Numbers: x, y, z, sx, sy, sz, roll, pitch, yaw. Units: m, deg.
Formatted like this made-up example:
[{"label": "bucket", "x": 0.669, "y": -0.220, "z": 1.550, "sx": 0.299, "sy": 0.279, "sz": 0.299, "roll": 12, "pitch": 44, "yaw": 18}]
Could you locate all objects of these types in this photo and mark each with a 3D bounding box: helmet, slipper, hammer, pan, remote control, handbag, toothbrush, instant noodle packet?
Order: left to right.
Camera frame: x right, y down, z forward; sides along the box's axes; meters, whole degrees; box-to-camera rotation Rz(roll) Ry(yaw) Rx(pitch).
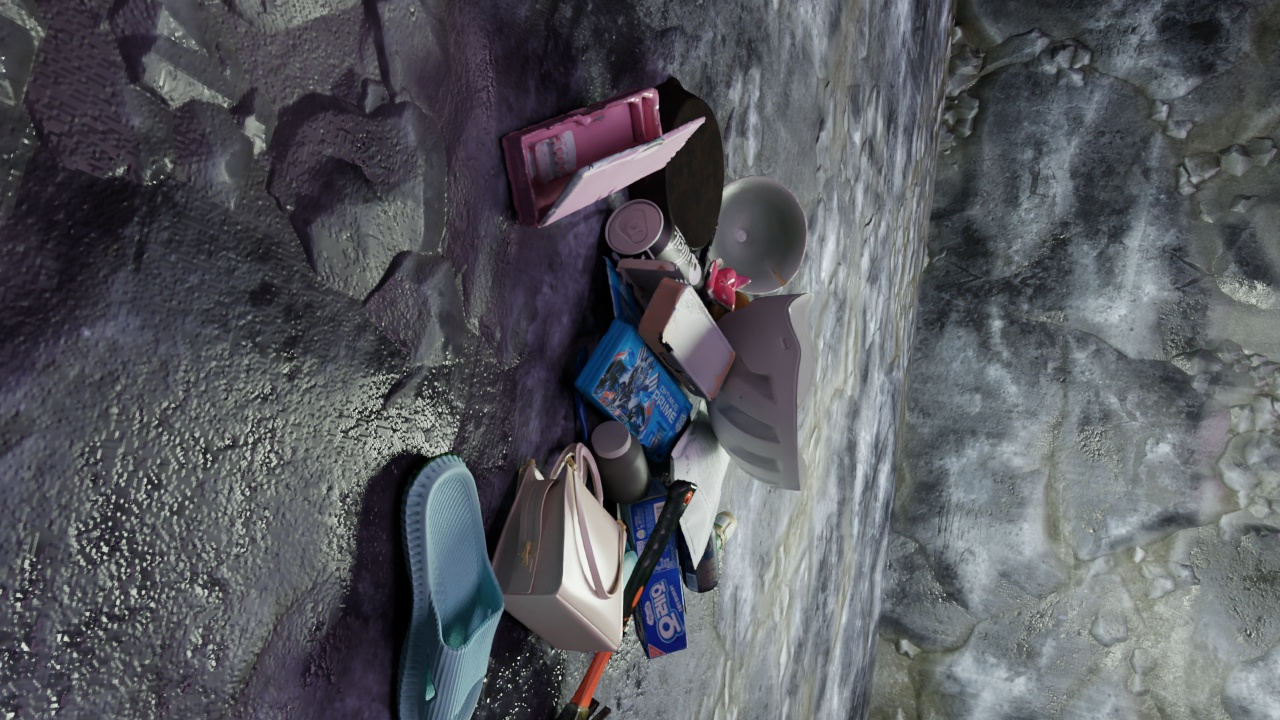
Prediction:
[{"label": "slipper", "x": -0.159, "y": 0.217, "z": 0.802, "sx": 0.115, "sy": 0.070, "sz": 0.276, "roll": -21, "pitch": 113, "yaw": -65}, {"label": "handbag", "x": -0.072, "y": 0.182, "z": 0.961, "sx": 0.195, "sy": 0.101, "sz": 0.197, "roll": 60, "pitch": 31, "yaw": -52}, {"label": "toothbrush", "x": -0.066, "y": 0.048, "z": 1.023, "sx": 0.021, "sy": 0.016, "sz": 0.132, "roll": -13, "pitch": 104, "yaw": -64}, {"label": "hammer", "x": -0.018, "y": 0.288, "z": 1.051, "sx": 0.333, "sy": 0.033, "sz": 0.133, "roll": -64, "pitch": 152, "yaw": -4}, {"label": "pan", "x": 0.027, "y": -0.236, "z": 1.124, "sx": 0.355, "sy": 0.043, "sz": 0.249, "roll": -5, "pitch": 100, "yaw": -64}, {"label": "instant noodle packet", "x": 0.075, "y": 0.150, "z": 1.220, "sx": 0.268, "sy": 0.057, "sz": 0.147, "roll": -50, "pitch": 126, "yaw": -69}, {"label": "remote control", "x": 0.081, "y": -0.132, "z": 1.270, "sx": 0.045, "sy": 0.021, "sz": 0.140, "roll": 101, "pitch": 8, "yaw": -71}, {"label": "helmet", "x": 0.178, "y": 0.044, "z": 1.231, "sx": 0.224, "sy": 0.184, "sz": 0.281, "roll": 70, "pitch": 6, "yaw": -46}]

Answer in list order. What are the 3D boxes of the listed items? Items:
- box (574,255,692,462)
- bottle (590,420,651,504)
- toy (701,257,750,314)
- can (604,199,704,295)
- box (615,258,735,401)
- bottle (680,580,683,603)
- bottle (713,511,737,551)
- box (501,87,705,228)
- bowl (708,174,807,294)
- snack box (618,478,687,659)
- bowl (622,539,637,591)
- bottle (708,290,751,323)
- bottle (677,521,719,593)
[{"label": "box", "x": 0.008, "y": 0.007, "z": 1.095, "sx": 0.243, "sy": 0.064, "sz": 0.174, "roll": 51, "pitch": 46, "yaw": -59}, {"label": "bottle", "x": -0.024, "y": 0.117, "z": 1.059, "sx": 0.108, "sy": 0.060, "sz": 0.060, "roll": 73, "pitch": 33, "yaw": -50}, {"label": "toy", "x": 0.109, "y": -0.109, "z": 1.299, "sx": 0.102, "sy": 0.050, "sz": 0.065, "roll": 30, "pitch": 81, "yaw": -55}, {"label": "can", "x": 0.019, "y": -0.123, "z": 1.086, "sx": 0.146, "sy": 0.080, "sz": 0.080, "roll": 45, "pitch": 55, "yaw": -58}, {"label": "box", "x": 0.044, "y": -0.028, "z": 1.071, "sx": 0.216, "sy": 0.095, "sz": 0.107, "roll": 48, "pitch": 40, "yaw": -61}, {"label": "bottle", "x": 0.027, "y": 0.277, "z": 1.221, "sx": 0.047, "sy": 0.048, "sz": 0.131, "roll": -54, "pitch": 141, "yaw": -47}, {"label": "bottle", "x": 0.116, "y": 0.268, "z": 1.415, "sx": 0.109, "sy": 0.043, "sz": 0.043, "roll": -31, "pitch": 123, "yaw": -61}, {"label": "box", "x": -0.023, "y": -0.208, "z": 0.924, "sx": 0.231, "sy": 0.099, "sz": 0.099, "roll": -35, "pitch": 124, "yaw": -47}, {"label": "bowl", "x": 0.159, "y": -0.185, "z": 1.370, "sx": 0.174, "sy": 0.068, "sz": 0.174, "roll": -2, "pitch": 97, "yaw": -21}, {"label": "snack box", "x": 0.016, "y": 0.262, "z": 1.154, "sx": 0.059, "sy": 0.059, "sz": 0.226, "roll": -136, "pitch": -144, "yaw": -66}, {"label": "bowl", "x": -0.035, "y": 0.248, "z": 1.087, "sx": 0.120, "sy": 0.046, "sz": 0.121, "roll": -21, "pitch": 114, "yaw": -62}, {"label": "bottle", "x": 0.170, "y": -0.044, "z": 1.431, "sx": 0.209, "sy": 0.068, "sz": 0.068, "roll": 36, "pitch": 63, "yaw": -61}, {"label": "bottle", "x": 0.082, "y": 0.258, "z": 1.322, "sx": 0.056, "sy": 0.056, "sz": 0.161, "roll": -44, "pitch": 133, "yaw": -54}]
